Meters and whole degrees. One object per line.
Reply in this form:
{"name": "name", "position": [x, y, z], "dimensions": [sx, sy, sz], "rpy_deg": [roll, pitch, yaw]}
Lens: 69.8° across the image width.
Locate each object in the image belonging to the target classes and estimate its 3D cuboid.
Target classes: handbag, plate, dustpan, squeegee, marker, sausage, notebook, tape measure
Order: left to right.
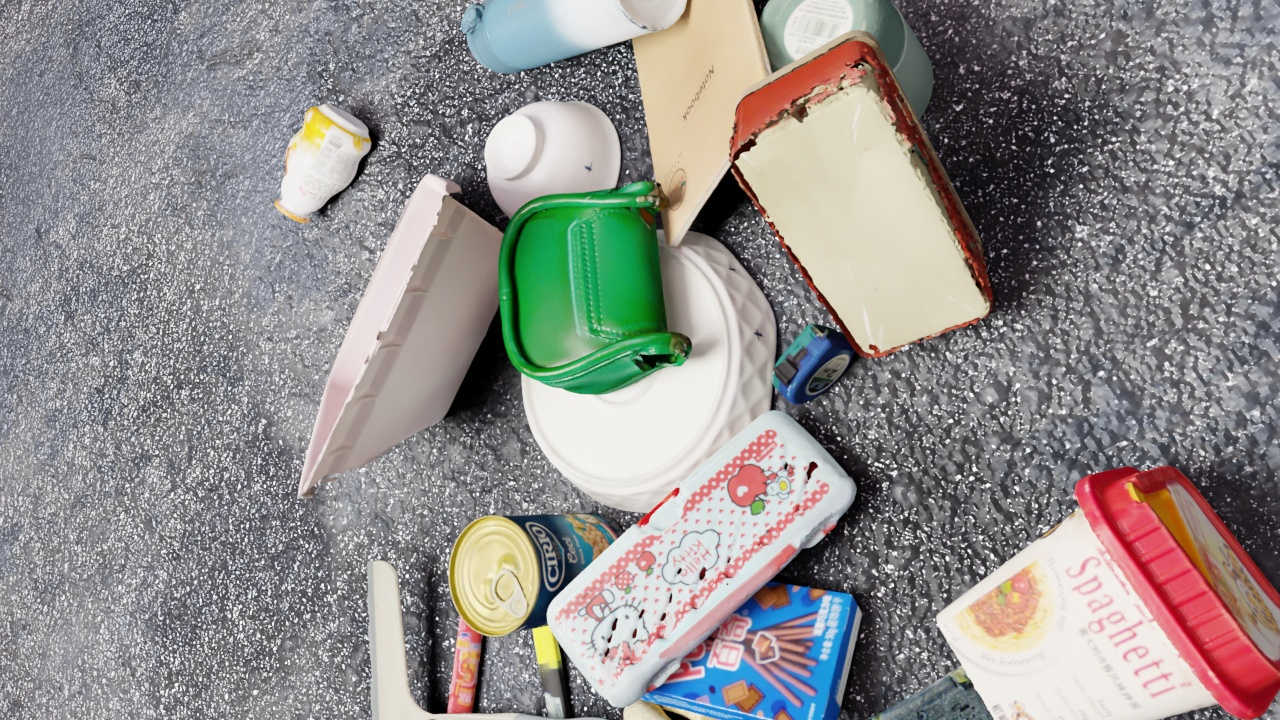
{"name": "dustpan", "position": [-0.202, -0.042, 0.691], "dimensions": [0.139, 0.273, 0.222], "rpy_deg": [29, 95, 7]}
{"name": "sausage", "position": [-0.136, 0.247, 0.706], "dimensions": [0.020, 0.020, 0.155], "rpy_deg": [3, 84, 33]}
{"name": "squeegee", "position": [-0.095, 0.260, 0.646], "dimensions": [0.247, 0.039, 0.246], "rpy_deg": [-11, 79, 34]}
{"name": "marker", "position": [-0.061, 0.237, 0.665], "dimensions": [0.018, 0.015, 0.124], "rpy_deg": [-20, 74, 29]}
{"name": "handbag", "position": [-0.029, -0.048, 0.606], "dimensions": [0.120, 0.068, 0.131], "rpy_deg": [-15, 74, 28]}
{"name": "plate", "position": [-0.004, 0.004, 0.649], "dimensions": [0.205, 0.045, 0.204], "rpy_deg": [-7, 77, 32]}
{"name": "notebook", "position": [0.035, -0.201, 0.611], "dimensions": [0.148, 0.008, 0.207], "rpy_deg": [127, 142, -53]}
{"name": "tape measure", "position": [0.107, 0.001, 0.572], "dimensions": [0.055, 0.058, 0.025], "rpy_deg": [-50, 60, 20]}

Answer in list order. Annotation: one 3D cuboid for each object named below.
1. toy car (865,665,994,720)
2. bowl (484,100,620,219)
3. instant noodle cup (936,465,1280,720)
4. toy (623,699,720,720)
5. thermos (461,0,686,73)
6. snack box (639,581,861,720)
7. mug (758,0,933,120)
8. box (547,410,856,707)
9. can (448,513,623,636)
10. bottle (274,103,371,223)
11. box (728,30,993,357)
{"name": "toy car", "position": [0.164, 0.212, 0.512], "dimensions": [0.121, 0.036, 0.054], "rpy_deg": [-36, 64, 12]}
{"name": "bowl", "position": [-0.081, -0.156, 0.714], "dimensions": [0.118, 0.064, 0.118], "rpy_deg": [-6, 78, 31]}
{"name": "instant noodle cup", "position": [0.226, 0.126, 0.448], "dimensions": [0.124, 0.116, 0.116], "rpy_deg": [-44, 61, 31]}
{"name": "toy", "position": [0.056, 0.250, 0.565], "dimensions": [0.157, 0.066, 0.105], "rpy_deg": [28, 55, 37]}
{"name": "thermos", "position": [-0.059, -0.257, 0.679], "dimensions": [0.221, 0.070, 0.070], "rpy_deg": [9, 86, 52]}
{"name": "snack box", "position": [0.051, 0.178, 0.573], "dimensions": [0.157, 0.026, 0.084], "rpy_deg": [1, 52, 32]}
{"name": "mug", "position": [0.114, -0.176, 0.568], "dimensions": [0.112, 0.106, 0.082], "rpy_deg": [-36, 66, 23]}
{"name": "box", "position": [0.038, 0.120, 0.563], "dimensions": [0.201, 0.048, 0.087], "rpy_deg": [-41, 59, -5]}
{"name": "can", "position": [-0.064, 0.142, 0.625], "dimensions": [0.075, 0.111, 0.075], "rpy_deg": [-5, 81, 32]}
{"name": "bottle", "position": [-0.301, -0.182, 0.858], "dimensions": [0.063, 0.063, 0.108], "rpy_deg": [41, 103, 31]}
{"name": "box", "position": [0.125, -0.080, 0.500], "dimensions": [0.091, 0.168, 0.079], "rpy_deg": [-23, 35, 27]}
